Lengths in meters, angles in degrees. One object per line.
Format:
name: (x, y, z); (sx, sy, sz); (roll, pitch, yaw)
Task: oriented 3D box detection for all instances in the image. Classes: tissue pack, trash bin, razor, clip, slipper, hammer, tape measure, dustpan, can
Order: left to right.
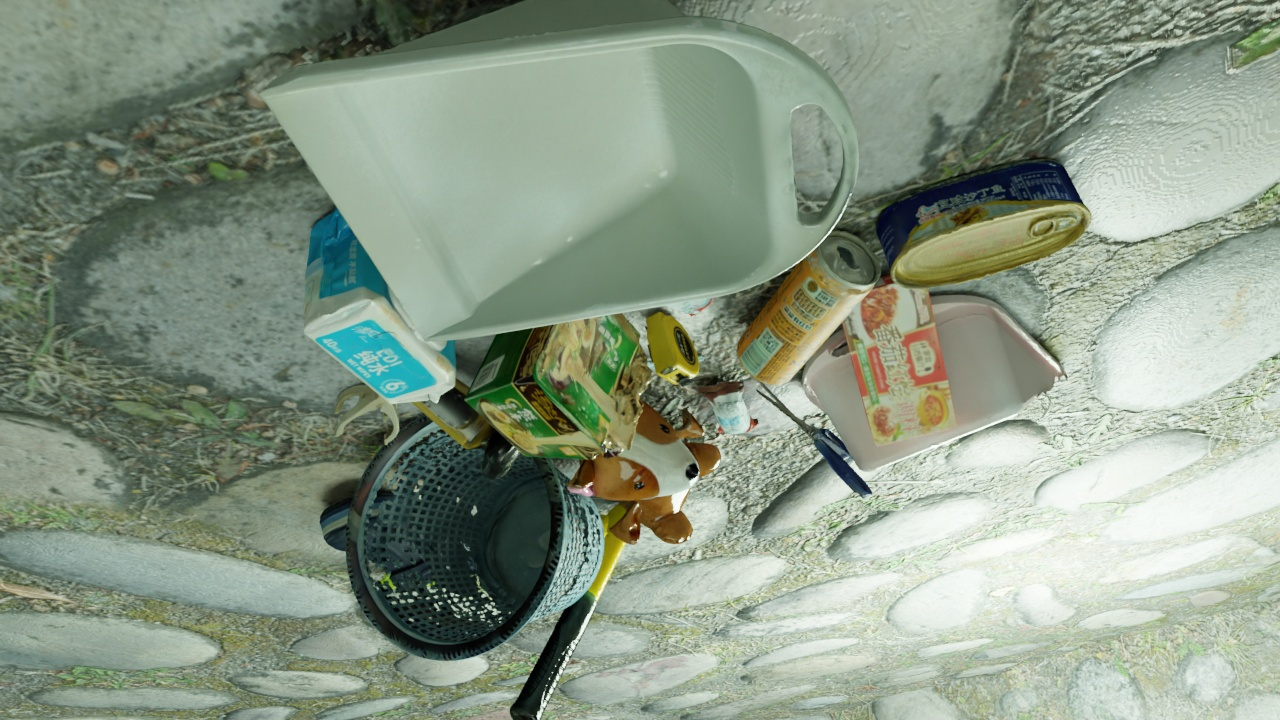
tissue pack: (-0.178, -0.036, 0.648); (0.063, 0.089, 0.140); (-16, 147, 11)
clip: (-0.222, 0.038, 0.810); (0.102, 0.035, 0.094); (-30, 140, 16)
slipper: (-0.255, 0.218, 1.034); (0.105, 0.095, 0.252); (-28, 147, 23)
razor: (-0.159, 0.035, 0.761); (0.167, 0.067, 0.062); (43, 85, -26)
trash bin: (-0.139, 0.175, 0.907); (0.227, 0.226, 0.195); (-19, 160, 15)
hammer: (-0.060, 0.258, 0.991); (0.033, 0.299, 0.129); (46, 132, -14)
dustpan: (-0.023, -0.092, 0.513); (0.257, 0.142, 0.223); (-31, 145, -8)
tape measure: (0.025, -0.007, 0.779); (0.029, 0.060, 0.057); (-26, 151, 22)
can: (0.135, -0.040, 0.757); (0.058, 0.058, 0.146); (4, 146, -22)
dustpan: (0.290, 0.011, 0.929); (0.223, 0.139, 0.272); (-28, 172, 25)
can: (0.258, -0.103, 0.698); (0.148, 0.049, 0.075); (-15, 148, 9)

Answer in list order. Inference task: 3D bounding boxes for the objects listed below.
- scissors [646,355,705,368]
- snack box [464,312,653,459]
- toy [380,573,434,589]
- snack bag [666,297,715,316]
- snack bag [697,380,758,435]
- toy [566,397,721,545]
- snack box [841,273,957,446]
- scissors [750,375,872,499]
scissors: (-0.005, 0.005, 0.834); (0.133, 0.017, 0.054); (-7, 156, -12)
snack box: (-0.071, 0.015, 0.732); (0.106, 0.118, 0.117); (-16, 129, 34)
toy: (-0.279, 0.273, 1.172); (0.097, 0.031, 0.100); (-30, 148, 29)
snack bag: (0.023, -0.059, 0.725); (0.104, 0.026, 0.048); (16, 134, -34)
snack bag: (0.089, 0.049, 0.916); (0.045, 0.026, 0.105); (-8, 149, 14)
toy: (0.007, 0.104, 0.894); (0.131, 0.140, 0.199); (9, 156, 33)
snack box: (0.224, -0.001, 0.800); (0.075, 0.025, 0.153); (-15, 115, 11)
scissors: (0.169, 0.076, 0.890); (0.012, 0.155, 0.166); (-43, 148, 17)
